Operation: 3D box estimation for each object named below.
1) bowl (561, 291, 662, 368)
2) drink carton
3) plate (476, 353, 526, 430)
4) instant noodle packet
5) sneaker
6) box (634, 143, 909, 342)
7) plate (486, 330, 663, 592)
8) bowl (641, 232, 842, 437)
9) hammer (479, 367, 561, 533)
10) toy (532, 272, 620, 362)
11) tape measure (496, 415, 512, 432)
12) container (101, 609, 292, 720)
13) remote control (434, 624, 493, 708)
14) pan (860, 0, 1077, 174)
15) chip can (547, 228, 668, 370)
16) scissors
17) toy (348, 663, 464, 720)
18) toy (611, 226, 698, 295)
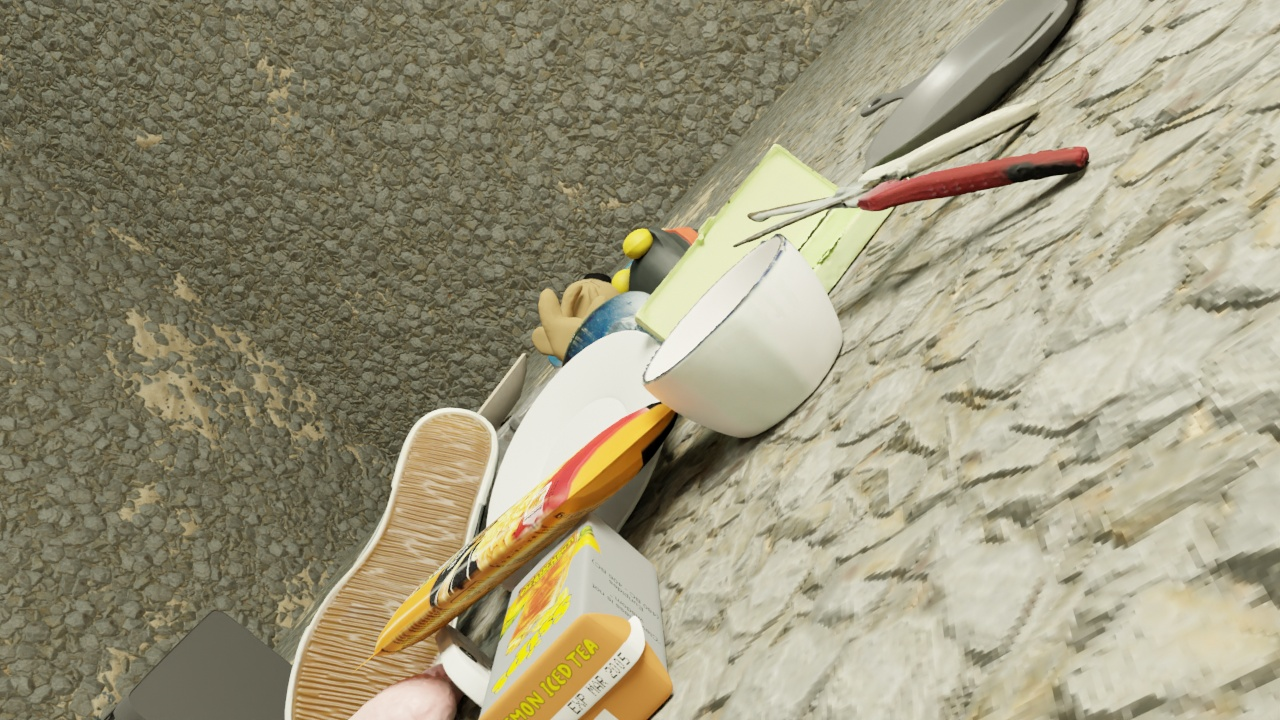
[{"bbox_3d":[-0.005,0.005,0.775,0.114,0.061,0.115,-28,-43,-30],"label":"bowl"},{"bbox_3d":[-0.027,0.124,0.413,0.076,0.048,0.124,-47,8,7],"label":"drink carton"},{"bbox_3d":[-0.176,0.074,1.019,0.189,0.027,0.188,-52,6,7],"label":"plate"},{"bbox_3d":[-0.066,0.100,0.558,0.221,0.032,0.159,-41,-3,28],"label":"instant noodle packet"},{"bbox_3d":[-0.189,0.186,0.731,0.127,0.121,0.293,100,-175,-52],"label":"sneaker"},{"bbox_3d":[0.098,-0.068,0.652,0.130,0.064,0.187,23,65,36],"label":"box"},{"bbox_3d":[-0.045,0.072,0.671,0.209,0.015,0.208,-38,35,32],"label":"plate"},{"bbox_3d":[0.062,-0.008,0.519,0.116,0.065,0.116,-46,8,8],"label":"bowl"},{"bbox_3d":[-0.089,0.056,0.972,0.177,0.079,0.325,-44,7,22],"label":"hammer"},{"bbox_3d":[-0.050,-0.027,0.823,0.108,0.134,0.106,-10,-73,-76],"label":"toy"},{"bbox_3d":[-0.141,0.109,1.048,0.038,0.067,0.062,-34,25,53],"label":"tape measure"},{"bbox_3d":[-0.328,0.312,0.684,0.130,0.163,0.241,-48,8,-5],"label":"container"},{"bbox_3d":[-0.099,0.181,0.540,0.013,0.043,0.137,-50,8,-15],"label":"remote control"},{"bbox_3d":[0.242,-0.220,0.737,0.216,0.024,0.354,-47,9,3],"label":"pan"},{"bbox_3d":[-0.020,-0.064,1.187,0.230,0.080,0.079,-46,8,15],"label":"chip can"},{"bbox_3d":[0.152,-0.103,0.497,0.178,0.015,0.199,-36,23,-35],"label":"scissors"},{"bbox_3d":[-0.149,0.228,0.569,0.108,0.053,0.105,-46,-3,16],"label":"toy"},{"bbox_3d":[0.047,-0.080,0.856,0.119,0.099,0.098,-26,-23,-28],"label":"toy"}]
